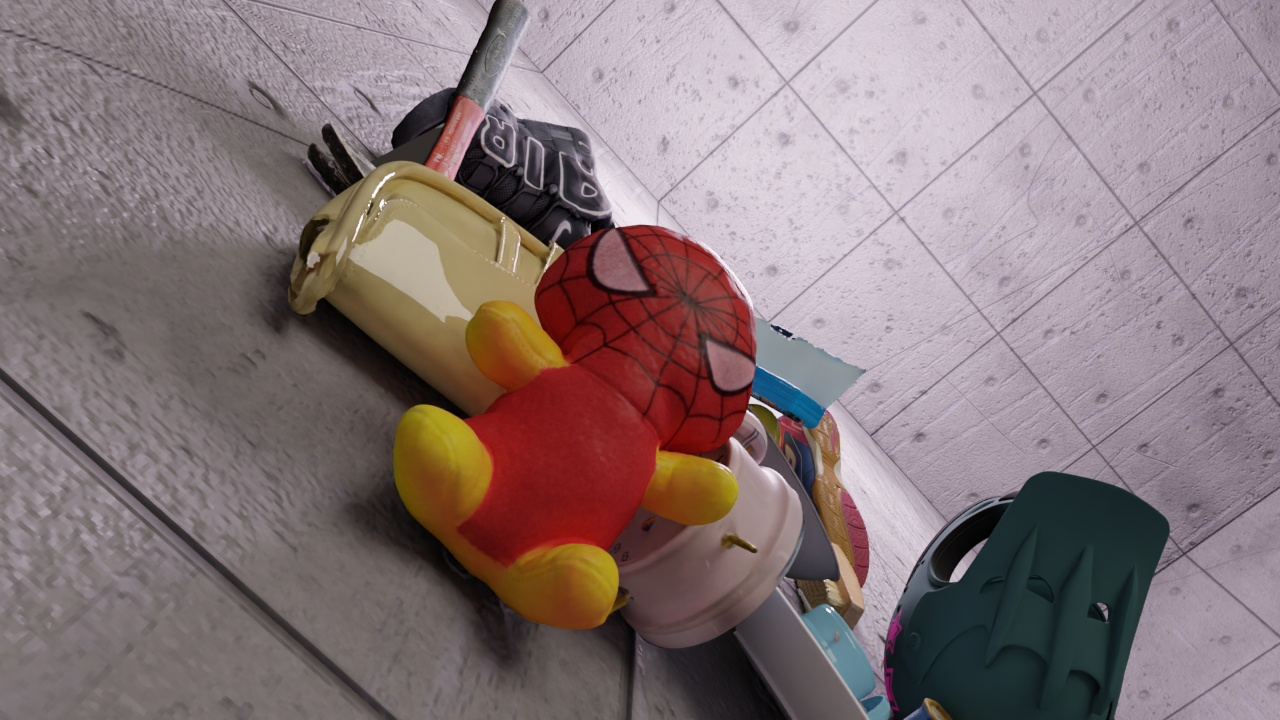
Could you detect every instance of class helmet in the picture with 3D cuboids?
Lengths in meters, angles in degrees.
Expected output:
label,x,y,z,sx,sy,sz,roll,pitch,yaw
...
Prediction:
label,x,y,z,sx,sy,sz,roll,pitch,yaw
helmet,0.316,0.224,0.774,0.176,0.275,0.200,22,1,3

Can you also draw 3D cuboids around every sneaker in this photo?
label,x,y,z,sx,sy,sz,roll,pitch,yaw
sneaker,0.198,0.163,1.055,0.116,0.091,0.241,33,38,-36
sneaker,-0.107,-0.144,0.822,0.252,0.097,0.150,-2,57,-57

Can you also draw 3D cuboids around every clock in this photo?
label,x,y,z,sx,sy,sz,roll,pitch,yaw
clock,0.026,0.083,0.518,0.059,0.117,0.157,50,20,-21
clock,0.140,0.228,0.659,0.123,0.042,0.087,66,-9,-23

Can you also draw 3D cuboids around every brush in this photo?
label,x,y,z,sx,sy,sz,roll,pitch,yaw
brush,0.170,0.211,0.838,0.039,0.049,0.117,24,16,-5

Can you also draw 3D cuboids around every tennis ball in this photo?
label,x,y,z,sx,sy,sz,roll,pitch,yaw
tennis ball,0.127,0.082,1.047,0.065,0.065,0.065,46,12,-13

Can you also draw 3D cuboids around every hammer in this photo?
label,x,y,z,sx,sy,sz,roll,pitch,yaw
hammer,-0.143,-0.203,0.718,0.140,0.037,0.325,34,43,-24

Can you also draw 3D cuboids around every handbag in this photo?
label,x,y,z,sx,sy,sz,roll,pitch,yaw
handbag,-0.089,-0.020,0.536,0.233,0.089,0.190,43,17,-25

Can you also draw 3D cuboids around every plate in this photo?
label,x,y,z,sx,sy,sz,roll,pitch,yaw
plate,0.095,0.199,0.566,0.229,0.030,0.229,57,-6,9

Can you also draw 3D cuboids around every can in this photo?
label,x,y,z,sx,sy,sz,roll,pitch,yaw
can,0.221,0.309,0.674,0.054,0.059,0.099,36,18,-47

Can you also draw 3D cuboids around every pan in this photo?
label,x,y,z,sx,sy,sz,roll,pitch,yaw
pan,0.094,0.099,0.874,0.201,0.050,0.356,62,-6,-10

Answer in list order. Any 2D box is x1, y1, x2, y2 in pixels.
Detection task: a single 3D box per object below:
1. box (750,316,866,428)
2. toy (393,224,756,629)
label,x,y,z,sx,sy,sz,roll,pitch,yaw
box,0.122,0.001,1.100,0.244,0.070,0.170,31,27,34
toy,-0.018,0.019,0.446,0.147,0.099,0.215,49,52,-11
